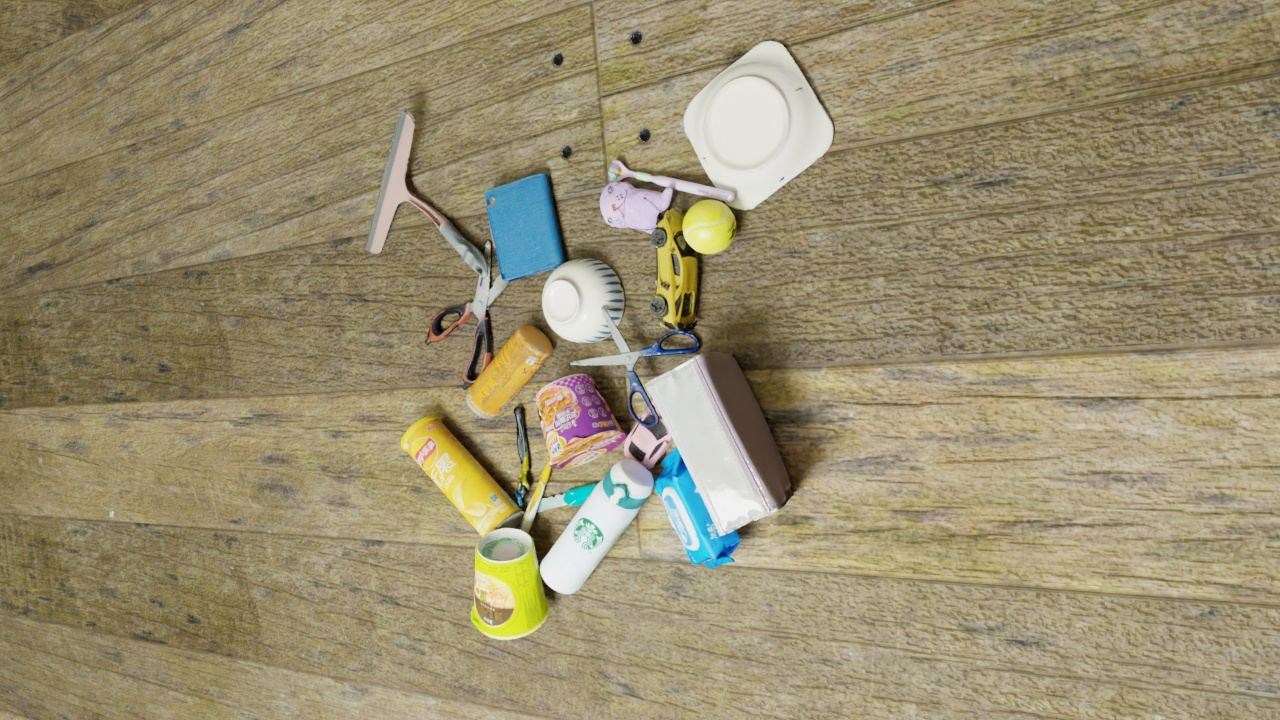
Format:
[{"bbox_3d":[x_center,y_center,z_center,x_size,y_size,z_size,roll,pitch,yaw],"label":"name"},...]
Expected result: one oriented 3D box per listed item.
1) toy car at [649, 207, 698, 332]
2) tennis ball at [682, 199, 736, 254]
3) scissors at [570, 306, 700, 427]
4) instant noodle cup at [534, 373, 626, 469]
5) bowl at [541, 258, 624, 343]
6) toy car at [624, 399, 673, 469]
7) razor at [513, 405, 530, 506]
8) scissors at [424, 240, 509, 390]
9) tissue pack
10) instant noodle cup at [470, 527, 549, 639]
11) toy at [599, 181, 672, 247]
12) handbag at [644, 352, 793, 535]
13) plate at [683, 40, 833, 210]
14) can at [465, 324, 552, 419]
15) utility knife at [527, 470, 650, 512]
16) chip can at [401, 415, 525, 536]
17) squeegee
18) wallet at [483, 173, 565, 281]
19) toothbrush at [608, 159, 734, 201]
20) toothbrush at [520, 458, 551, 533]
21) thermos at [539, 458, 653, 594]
[{"bbox_3d":[0.045,-0.113,1.143,0.041,0.071,0.156,1,95,32],"label":"toy car"},{"bbox_3d":[0.084,-0.163,1.118,0.066,0.065,0.065,4,97,31],"label":"tennis ball"},{"bbox_3d":[-0.006,0.006,1.182,0.173,0.012,0.162,-7,86,8],"label":"scissors"},{"bbox_3d":[-0.086,0.078,1.228,0.112,0.111,0.099,-33,69,29],"label":"instant noodle cup"},{"bbox_3d":[-0.087,-0.079,1.230,0.117,0.066,0.116,3,97,31],"label":"bowl"},{"bbox_3d":[0.020,0.090,1.201,0.056,0.037,0.123,40,113,20],"label":"toy car"},{"bbox_3d":[-0.172,0.137,1.332,0.043,0.022,0.142,-179,87,-75],"label":"razor"},{"bbox_3d":[-0.245,-0.064,1.355,0.228,0.015,0.189,-25,79,31],"label":"scissors"},{"bbox_3d":[0.066,0.186,1.151,0.157,0.052,0.095,65,160,9],"label":"tissue pack"},{"bbox_3d":[-0.187,0.305,1.285,0.112,0.111,0.124,15,121,29],"label":"instant noodle cup"},{"bbox_3d":[-0.007,-0.194,1.186,0.108,0.038,0.084,19,117,27],"label":"toy"},{"bbox_3d":[0.099,0.093,1.088,0.099,0.144,0.197,-29,81,25],"label":"handbag"},{"bbox_3d":[0.131,-0.281,1.095,0.164,0.034,0.164,-35,77,30],"label":"plate"},{"bbox_3d":[-0.188,0.017,1.305,0.146,0.058,0.058,-47,71,26],"label":"can"},{"bbox_3d":[-0.074,0.185,1.280,0.224,0.013,0.029,-17,83,32],"label":"utility knife"},{"bbox_3d":[-0.264,0.176,1.362,0.213,0.072,0.072,43,114,19],"label":"chip can"},{"bbox_3d":[-0.297,-0.199,1.359,0.249,0.040,0.248,42,125,22],"label":"squeegee"},{"bbox_3d":[-0.163,-0.184,1.282,0.106,0.040,0.133,-14,86,23],"label":"wallet"},{"bbox_3d":[0.038,-0.225,1.159,0.189,0.021,0.029,20,111,33],"label":"toothbrush"},{"bbox_3d":[-0.143,0.173,1.311,0.016,0.018,0.191,31,105,37],"label":"toothbrush"},{"bbox_3d":[-0.058,0.221,1.223,0.073,0.073,0.225,46,123,19],"label":"thermos"}]
